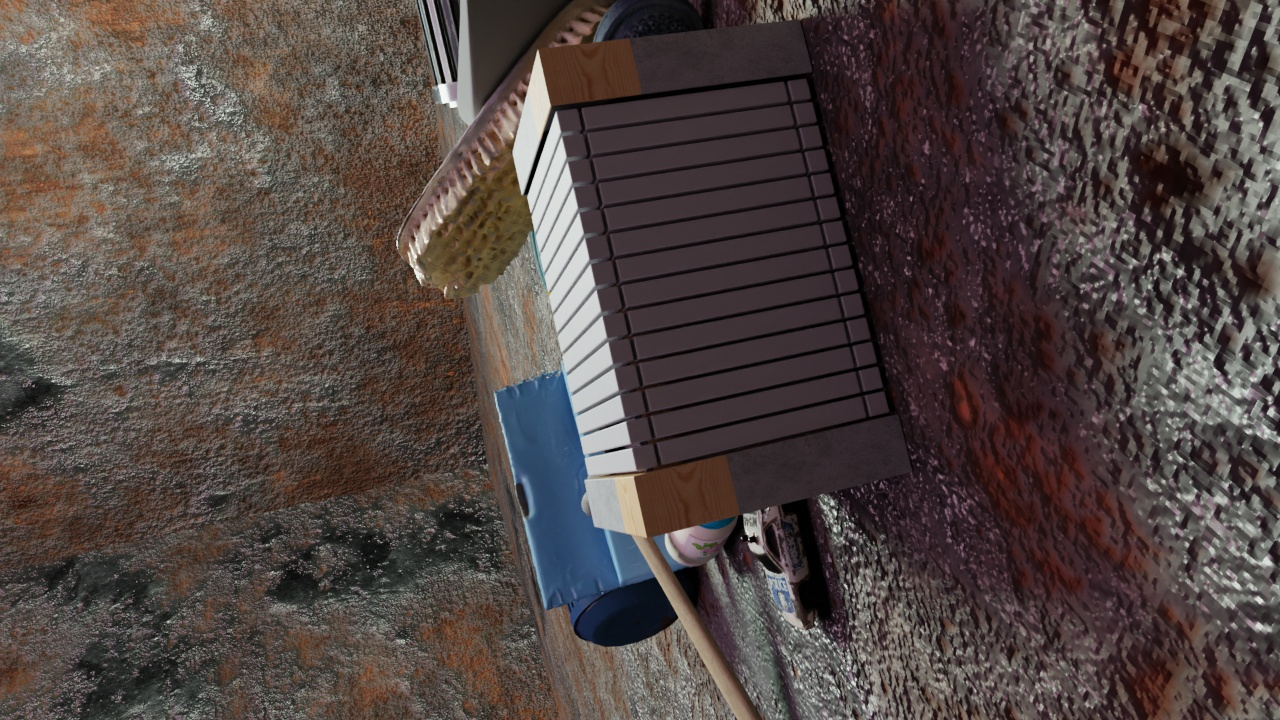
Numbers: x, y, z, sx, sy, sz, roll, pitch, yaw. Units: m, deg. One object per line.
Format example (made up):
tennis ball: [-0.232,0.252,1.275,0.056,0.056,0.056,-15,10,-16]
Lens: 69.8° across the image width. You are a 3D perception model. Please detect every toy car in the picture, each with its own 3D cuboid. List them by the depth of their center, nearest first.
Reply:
toy car: [0.092,0.127,0.621,0.048,0.040,0.112,147,110,-76]

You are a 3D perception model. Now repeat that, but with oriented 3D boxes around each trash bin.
trash bin: [0.028,-0.040,0.529,0.143,0.142,0.247,149,109,-75]
trash bin: [-0.043,0.169,0.984,0.139,0.139,0.249,95,157,-49]
trash bin: [-0.197,-0.423,1.077,0.164,0.164,0.227,-138,35,-67]

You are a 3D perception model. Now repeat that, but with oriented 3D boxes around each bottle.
bottle: [0.053,0.125,0.748,0.146,0.051,0.051,104,152,-59]

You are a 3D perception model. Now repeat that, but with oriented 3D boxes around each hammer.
hammer: [0.046,0.225,0.751,0.331,0.030,0.120,59,154,19]

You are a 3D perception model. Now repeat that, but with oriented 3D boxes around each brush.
brush: [-0.090,-0.165,0.720,0.083,0.271,0.056,25,-160,-51]

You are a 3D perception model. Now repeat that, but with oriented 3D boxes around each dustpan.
dustpan: [-0.081,-0.236,0.762,0.033,0.162,0.258,45,155,18]

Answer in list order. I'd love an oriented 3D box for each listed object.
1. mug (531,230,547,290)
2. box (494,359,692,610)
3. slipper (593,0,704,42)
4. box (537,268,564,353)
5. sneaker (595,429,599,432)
mug: [-0.041,-0.118,0.809,0.083,0.107,0.113,94,160,-51]
box: [-0.044,0.106,0.883,0.033,0.175,0.231,31,-141,-67]
slipper: [-0.001,-0.128,0.665,0.264,0.101,0.082,100,156,-47]
box: [-0.085,-0.108,0.988,0.210,0.034,0.129,106,152,-59]
sneaker: [-0.004,0.004,0.728,0.238,0.101,0.143,39,153,61]
